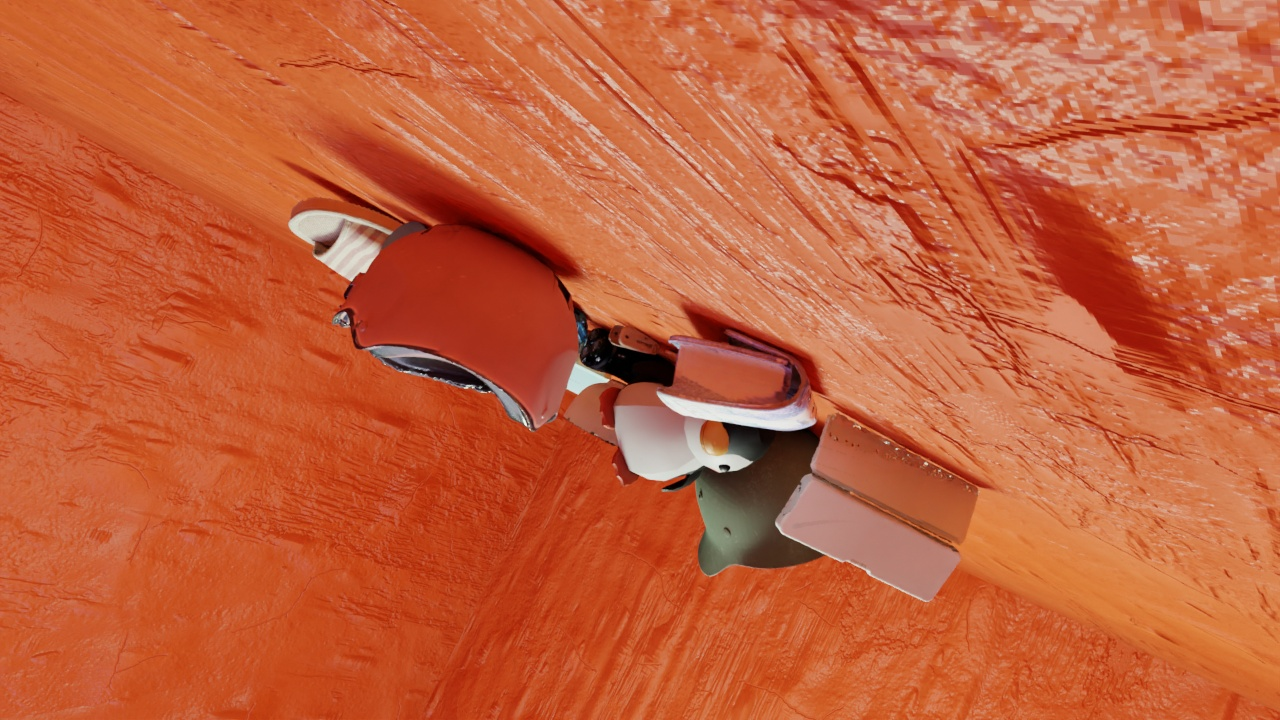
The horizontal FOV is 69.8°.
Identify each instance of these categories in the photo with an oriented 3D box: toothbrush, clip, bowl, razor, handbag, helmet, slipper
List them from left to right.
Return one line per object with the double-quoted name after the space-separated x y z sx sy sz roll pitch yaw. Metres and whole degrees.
-0.303 -0.118 1.130 0.262 0.052 0.115 24 148 -33 "slipper"
-0.163 -0.044 0.880 0.230 0.152 0.255 24 176 -8 "helmet"
-0.017 0.072 1.188 0.153 0.073 0.153 23 180 0 "bowl"
-0.007 0.007 1.155 0.140 0.053 0.063 24 -179 3 "razor"
-0.003 -0.020 1.036 0.049 0.026 0.061 23 175 15 "clip"
0.057 0.008 1.086 0.021 0.017 0.135 19 169 27 "toothbrush"
0.093 0.022 0.819 0.126 0.069 0.158 10 170 16 "handbag"
0.161 0.160 1.159 0.268 0.227 0.154 -140 30 -72 "helmet"

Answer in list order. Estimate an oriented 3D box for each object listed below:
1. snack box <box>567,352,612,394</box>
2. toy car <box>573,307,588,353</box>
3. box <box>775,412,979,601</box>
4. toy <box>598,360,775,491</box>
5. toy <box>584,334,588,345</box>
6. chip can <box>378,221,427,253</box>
-0.122 -0.009 1.364 0.174 0.053 0.074 27 -148 -7 "snack box"
-0.092 -0.045 1.105 0.056 0.043 0.120 25 171 10 "toy car"
0.246 0.153 0.930 0.197 0.136 0.044 28 179 -17 "box"
0.071 0.069 1.045 0.184 0.159 0.139 -4 -164 37 "toy"
-0.037 -0.007 1.277 0.105 0.033 0.085 25 -175 -5 "toy"
-0.207 -0.079 1.097 0.087 0.087 0.213 21 172 41 "chip can"
